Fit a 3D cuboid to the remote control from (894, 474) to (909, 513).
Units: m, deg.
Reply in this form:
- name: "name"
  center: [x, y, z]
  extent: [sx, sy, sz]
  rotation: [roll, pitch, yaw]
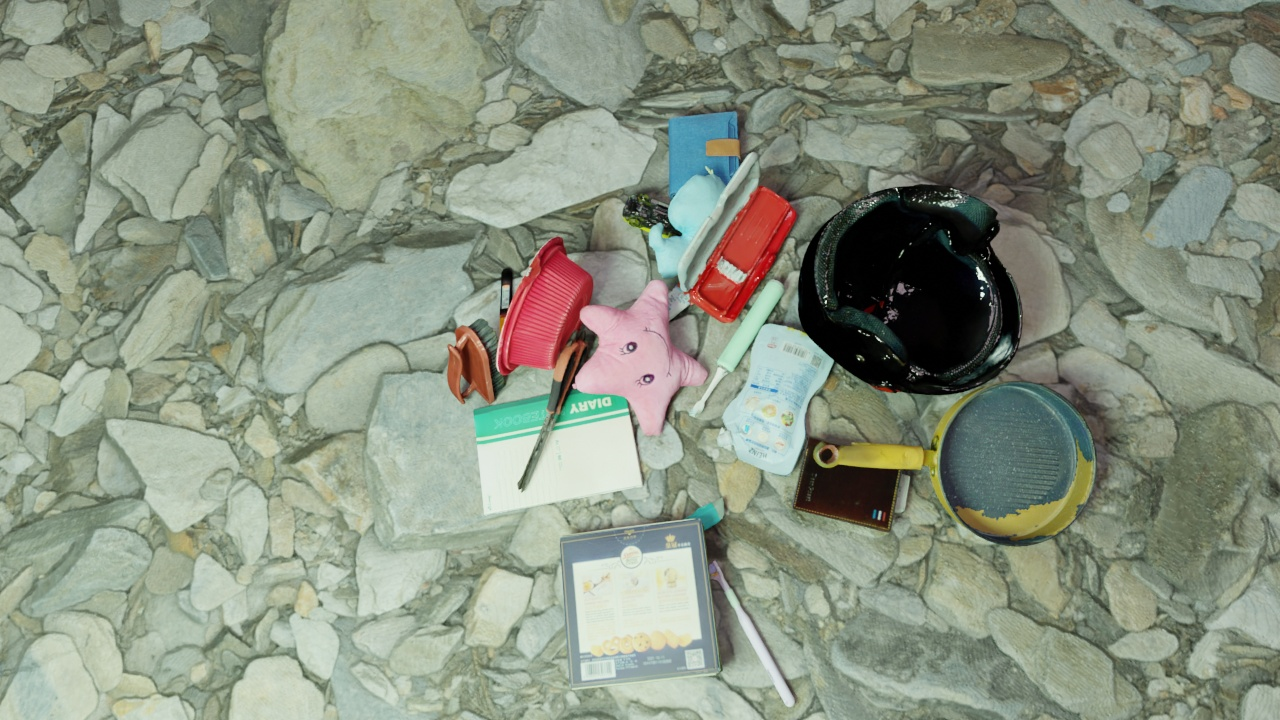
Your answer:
- name: "remote control"
  center: [0.272, 0.155, 1.156]
  extent: [0.125, 0.024, 0.049]
  rotation: [11, 71, 8]

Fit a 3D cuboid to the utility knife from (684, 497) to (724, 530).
- name: "utility knife"
  center: [0.030, 0.226, 1.156]
  extent: [0.179, 0.013, 0.029]
  rotation: [-28, 67, -2]

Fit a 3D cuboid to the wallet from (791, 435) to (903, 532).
- name: "wallet"
  center: [0.256, 0.153, 1.135]
  extent: [0.122, 0.020, 0.096]
  rotation: [13, 72, 12]

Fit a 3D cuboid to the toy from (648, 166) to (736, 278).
- name: "toy"
  center: [0.077, -0.191, 1.269]
  extent: [0.161, 0.050, 0.156]
  rotation: [-3, 102, -37]

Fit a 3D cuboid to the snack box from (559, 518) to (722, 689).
- name: "snack box"
  center: [-0.002, 0.293, 1.106]
  extent: [0.178, 0.046, 0.182]
  rotation: [-9, 70, 9]

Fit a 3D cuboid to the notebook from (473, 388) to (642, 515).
- name: "notebook"
  center: [-0.112, 0.114, 1.212]
  extent: [0.209, 0.012, 0.150]
  rotation: [-11, 68, 1]

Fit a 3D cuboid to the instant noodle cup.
- name: "instant noodle cup"
  center: [-0.115, -0.060, 1.182]
  extent: [0.066, 0.194, 0.193]
  rotation: [24, 73, 7]

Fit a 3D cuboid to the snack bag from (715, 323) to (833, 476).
- name: "snack bag"
  center: [0.176, 0.049, 1.197]
  extent: [0.110, 0.039, 0.190]
  rotation: [22, 74, 7]

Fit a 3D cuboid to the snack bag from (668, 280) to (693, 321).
- name: "snack bag"
  center: [0.036, -0.070, 1.259]
  extent: [0.104, 0.026, 0.048]
  rotation: [-42, 65, -10]

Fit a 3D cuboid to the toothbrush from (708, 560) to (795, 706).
- name: "toothbrush"
  center: [0.132, 0.329, 1.105]
  extent: [0.021, 0.029, 0.189]
  rotation: [-14, 64, -41]

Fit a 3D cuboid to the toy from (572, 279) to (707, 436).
- name: "toy"
  center: [-0.007, 0.007, 1.194]
  extent: [0.178, 0.075, 0.194]
  rotation: [-26, 98, -19]

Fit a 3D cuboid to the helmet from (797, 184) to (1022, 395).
- name: "helmet"
  center: [0.323, -0.078, 1.134]
  extent: [0.274, 0.230, 0.233]
  rotation: [35, 82, -9]

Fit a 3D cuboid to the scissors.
- name: "scissors"
  center: [-0.116, 0.063, 1.181]
  extent: [0.015, 0.192, 0.206]
  rotation: [19, 41, 10]

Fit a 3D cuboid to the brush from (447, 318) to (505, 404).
- name: "brush"
  center: [-0.218, 0.004, 1.190]
  extent: [0.069, 0.146, 0.063]
  rotation: [-39, 70, -24]

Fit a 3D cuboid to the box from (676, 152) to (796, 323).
- name: "box"
  center: [0.124, -0.165, 1.241]
  extent: [0.074, 0.154, 0.201]
  rotation: [16, 68, 48]

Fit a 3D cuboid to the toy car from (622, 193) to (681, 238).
- name: "toy car"
  center: [0.025, -0.200, 1.307]
  extent: [0.105, 0.032, 0.048]
  rotation: [20, 74, 0]

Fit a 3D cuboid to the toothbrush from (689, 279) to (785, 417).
- name: "toothbrush"
  center: [0.129, -0.016, 1.232]
  extent: [0.026, 0.027, 0.224]
  rotation: [37, 75, -13]

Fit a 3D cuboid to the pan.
- name: "pan"
  center: [0.370, 0.117, 1.083]
  extent: [0.357, 0.078, 0.197]
  rotation: [4, 88, -5]

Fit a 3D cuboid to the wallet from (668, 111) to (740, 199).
- name: "wallet"
  center: [0.093, -0.298, 1.336]
  extent: [0.106, 0.040, 0.133]
  rotation: [-2, 70, 9]

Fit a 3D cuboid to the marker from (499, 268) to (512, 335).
- name: "marker"
  center: [-0.188, -0.074, 1.288]
  extent: [0.018, 0.015, 0.123]
  rotation: [-6, 66, 7]
